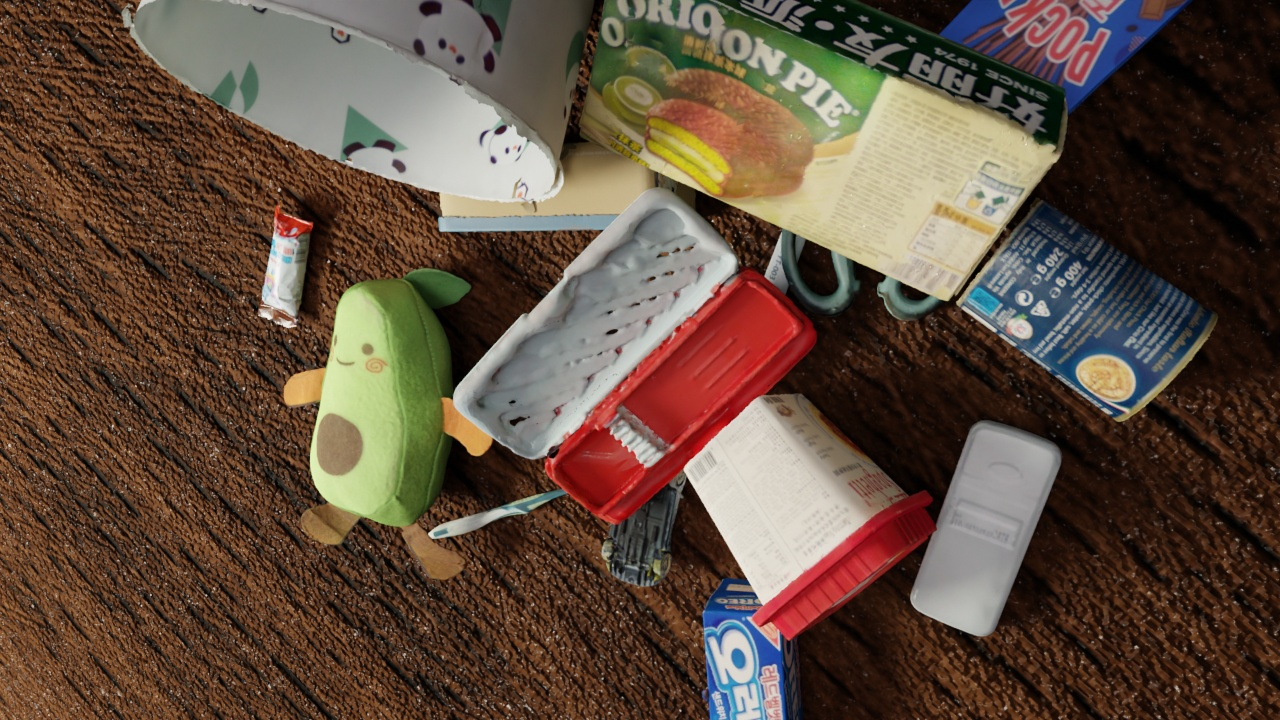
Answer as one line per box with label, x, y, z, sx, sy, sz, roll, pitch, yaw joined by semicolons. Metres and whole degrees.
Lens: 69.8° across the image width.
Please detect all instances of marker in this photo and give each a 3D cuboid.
marker;0.102;-0.092;0.597;0.023;0.018;0.131;28;109;27

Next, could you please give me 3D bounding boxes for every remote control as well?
remote control;0.215;0.106;0.577;0.056;0.020;0.136;20;107;21

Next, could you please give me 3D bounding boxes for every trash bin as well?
trash bin;-0.116;-0.246;0.504;0.230;0.229;0.251;14;82;22

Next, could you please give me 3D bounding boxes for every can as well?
can;0.243;-0.030;0.511;0.111;0.075;0.075;39;112;14

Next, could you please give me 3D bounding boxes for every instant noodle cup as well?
instant noodle cup;0.103;0.091;0.582;0.117;0.116;0.124;-46;68;23

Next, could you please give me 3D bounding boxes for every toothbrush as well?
toothbrush;-0.094;0.119;0.724;0.192;0.016;0.018;-20;100;26

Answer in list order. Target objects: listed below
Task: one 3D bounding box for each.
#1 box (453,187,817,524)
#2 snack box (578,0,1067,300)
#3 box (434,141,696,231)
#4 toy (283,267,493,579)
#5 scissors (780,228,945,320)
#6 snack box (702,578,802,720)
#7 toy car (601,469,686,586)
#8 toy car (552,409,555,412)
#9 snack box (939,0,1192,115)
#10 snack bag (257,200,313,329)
box;-0.004;0.003;0.596;0.158;0.037;0.201;41;107;-18
snack box;0.091;-0.134;0.502;0.240;0.063;0.115;25;140;6
box;-0.056;-0.117;0.626;0.185;0.089;0.059;1;100;27
toy;-0.202;0.048;0.719;0.227;0.089;0.247;10;102;25
scissors;0.132;-0.110;0.568;0.139;0.019;0.180;-7;99;14
snack box;0.082;0.262;0.645;0.058;0.057;0.207;-1;98;22
toy car;0.005;0.110;0.666;0.049;0.031;0.105;11;93;21
toy car;-0.050;0.023;0.677;0.043;0.034;0.090;-38;80;27
snack box;0.241;-0.197;0.510;0.084;0.026;0.157;48;114;10
snack bag;-0.300;-0.080;0.777;0.045;0.026;0.105;22;109;17
